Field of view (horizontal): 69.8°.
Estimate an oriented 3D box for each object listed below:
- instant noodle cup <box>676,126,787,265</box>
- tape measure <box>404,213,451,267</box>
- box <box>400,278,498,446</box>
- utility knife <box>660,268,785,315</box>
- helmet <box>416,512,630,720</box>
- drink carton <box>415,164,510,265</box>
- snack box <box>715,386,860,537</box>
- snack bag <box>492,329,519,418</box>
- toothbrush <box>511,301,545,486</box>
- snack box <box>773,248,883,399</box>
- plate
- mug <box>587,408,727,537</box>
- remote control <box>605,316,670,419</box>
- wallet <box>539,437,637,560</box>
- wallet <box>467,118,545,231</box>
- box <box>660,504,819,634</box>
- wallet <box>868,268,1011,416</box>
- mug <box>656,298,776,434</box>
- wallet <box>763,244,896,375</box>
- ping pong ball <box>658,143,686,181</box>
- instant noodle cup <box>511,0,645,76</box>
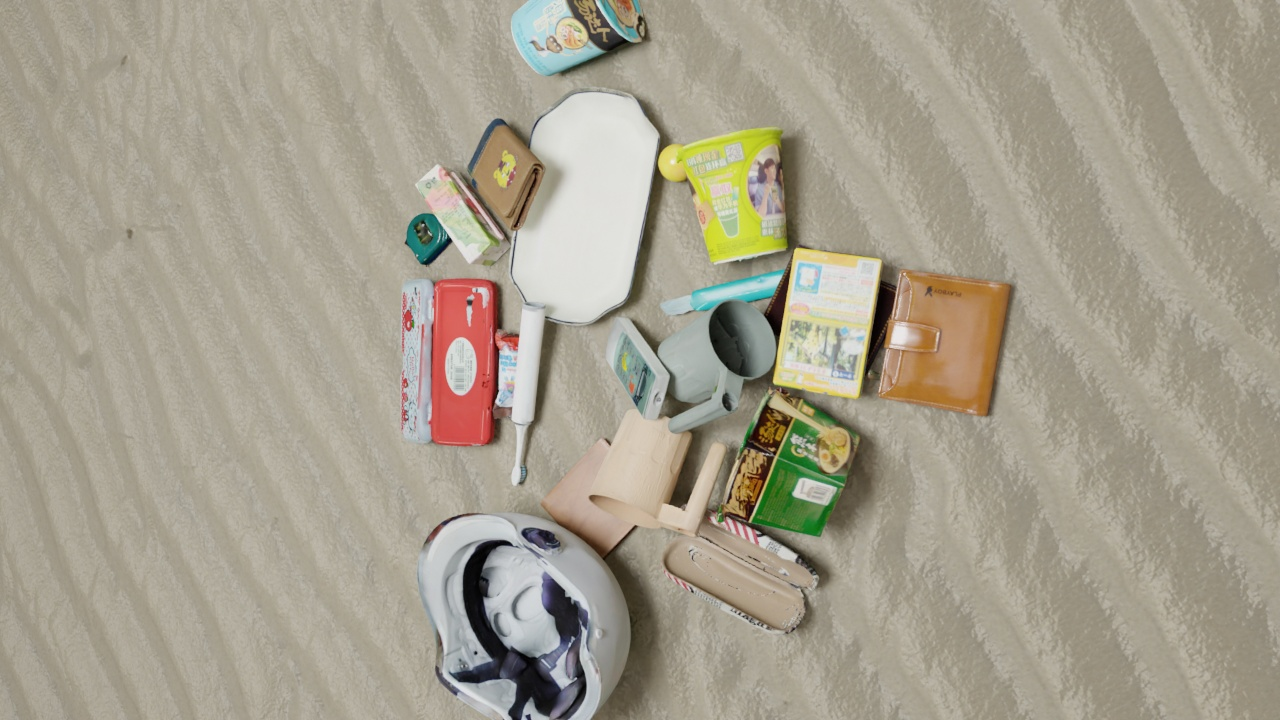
[{"bbox_3d":[0.101,-0.164,0.940,0.112,0.111,0.123,-9,95,22],"label":"instant noodle cup"},{"bbox_3d":[-0.262,-0.153,1.128,0.058,0.025,0.054,-41,77,17],"label":"tape measure"},{"bbox_3d":[-0.241,0.001,1.105,0.158,0.069,0.201,1,90,26],"label":"box"},{"bbox_3d":[0.108,-0.076,0.982,0.185,0.013,0.029,-12,89,19],"label":"utility knife"},{"bbox_3d":[-0.112,0.273,1.007,0.259,0.145,0.229,39,115,26],"label":"helmet"},{"bbox_3d":[-0.208,-0.172,1.090,0.046,0.053,0.122,-40,77,17],"label":"drink carton"},{"bbox_3d":[0.150,0.107,0.906,0.106,0.117,0.118,21,131,12],"label":"snack box"},{"bbox_3d":[-0.151,0.016,1.081,0.045,0.026,0.105,1,92,-22],"label":"snack bag"},{"bbox_3d":[-0.133,0.042,1.060,0.027,0.026,0.221,18,109,35],"label":"toothbrush"},{"bbox_3d":[0.187,-0.037,0.916,0.087,0.033,0.140,10,91,18],"label":"snack box"},{"bbox_3d":[-0.061,-0.172,1.039,0.162,0.034,0.266,12,96,22],"label":"plate"},{"bbox_3d":[0.019,0.119,0.967,0.125,0.084,0.103,14,67,22],"label":"mug"},{"bbox_3d":[-0.006,0.006,0.982,0.135,0.019,0.056,-124,43,-53],"label":"remote control"},{"bbox_3d":[-0.047,0.162,1.049,0.101,0.020,0.115,47,105,14],"label":"wallet"},{"bbox_3d":[-0.155,-0.213,1.051,0.115,0.033,0.090,50,122,39],"label":"wallet"},{"bbox_3d":[0.100,0.219,0.958,0.162,0.075,0.086,23,69,18],"label":"box"},{"bbox_3d":[0.289,-0.019,0.897,0.119,0.035,0.131,9,95,8],"label":"wallet"},{"bbox_3d":[0.070,0.010,0.931,0.104,0.083,0.123,-30,38,54],"label":"mug"},{"bbox_3d":[0.196,-0.052,0.939,0.122,0.020,0.096,26,98,14],"label":"wallet"},{"bbox_3d":[0.039,-0.214,0.994,0.040,0.040,0.040,0,91,22],"label":"ping pong ball"},{"bbox_3d":[-0.074,-0.373,1.010,0.121,0.111,0.111,-21,83,29],"label":"instant noodle cup"}]
